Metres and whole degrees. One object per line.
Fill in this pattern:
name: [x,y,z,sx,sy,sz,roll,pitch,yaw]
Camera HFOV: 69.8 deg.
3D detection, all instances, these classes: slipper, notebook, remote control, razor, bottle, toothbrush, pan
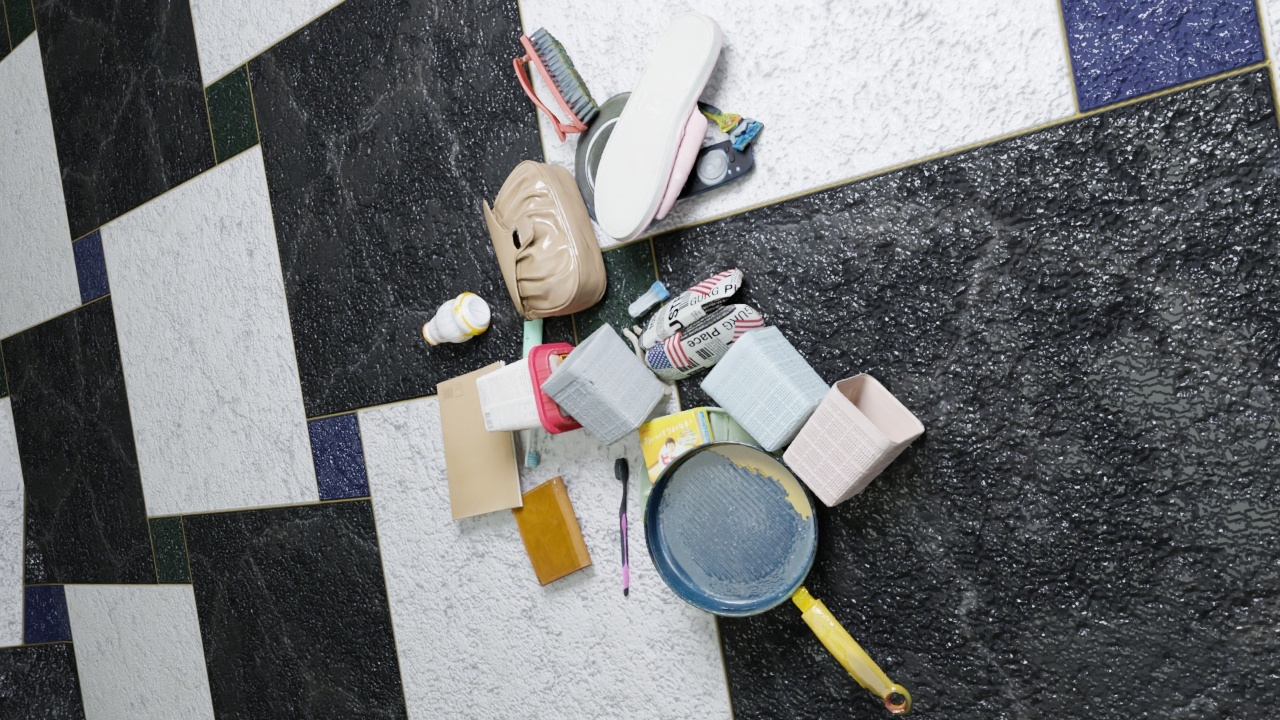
slipper: [0.026,-0.268,1.073,0.114,0.054,0.274,30,103,38]
notebook: [-0.241,0.120,1.349,0.150,0.012,0.211,-17,76,37]
remote control: [0.073,-0.223,1.085,0.137,0.024,0.053,-14,78,26]
razor: [0.078,-0.292,1.075,0.042,0.022,0.143,-46,57,-10]
bottle: [-0.271,-0.056,1.337,0.109,0.063,0.063,-21,82,35]
toothbrush: [-0.024,0.222,1.220,0.018,0.014,0.189,5,99,46]
pan: [0.155,0.241,1.006,0.357,0.078,0.198,43,102,12]
toothbrush: [-0.153,0.042,1.285,0.027,0.026,0.224,5,99,12]

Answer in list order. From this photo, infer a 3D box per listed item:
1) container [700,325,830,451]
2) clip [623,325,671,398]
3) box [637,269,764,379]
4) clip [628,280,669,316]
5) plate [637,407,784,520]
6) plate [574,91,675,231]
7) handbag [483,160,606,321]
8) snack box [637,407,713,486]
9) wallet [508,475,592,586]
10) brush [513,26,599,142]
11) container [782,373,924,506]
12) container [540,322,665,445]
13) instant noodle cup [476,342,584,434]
container: [0.146,0.034,1.028,0.111,0.089,0.090,48,120,19]
clip: [-0.008,0.008,1.172,0.098,0.035,0.099,-17,93,31]
box: [0.073,-0.038,1.106,0.162,0.075,0.085,-29,111,32]
clip: [0.012,-0.075,1.160,0.057,0.028,0.024,-41,74,23]
plate: [0.096,0.169,1.117,0.231,0.027,0.230,5,98,36]
plate: [-0.020,-0.249,1.157,0.180,0.024,0.179,5,99,35]
handbag: [-0.134,-0.154,1.203,0.148,0.099,0.204,-31,74,38]
snack box: [0.053,0.133,1.107,0.087,0.033,0.140,-16,84,36]
wallet: [-0.133,0.243,1.288,0.119,0.035,0.130,-32,73,36]
brush: [-0.110,-0.351,1.183,0.069,0.063,0.145,-34,73,17]
container: [0.223,0.088,0.978,0.090,0.090,0.111,47,123,23]
container: [-0.043,0.034,1.123,0.114,0.090,0.090,45,141,-8]
instant noodle cup: [-0.141,0.044,1.213,0.124,0.116,0.116,-14,87,27]
